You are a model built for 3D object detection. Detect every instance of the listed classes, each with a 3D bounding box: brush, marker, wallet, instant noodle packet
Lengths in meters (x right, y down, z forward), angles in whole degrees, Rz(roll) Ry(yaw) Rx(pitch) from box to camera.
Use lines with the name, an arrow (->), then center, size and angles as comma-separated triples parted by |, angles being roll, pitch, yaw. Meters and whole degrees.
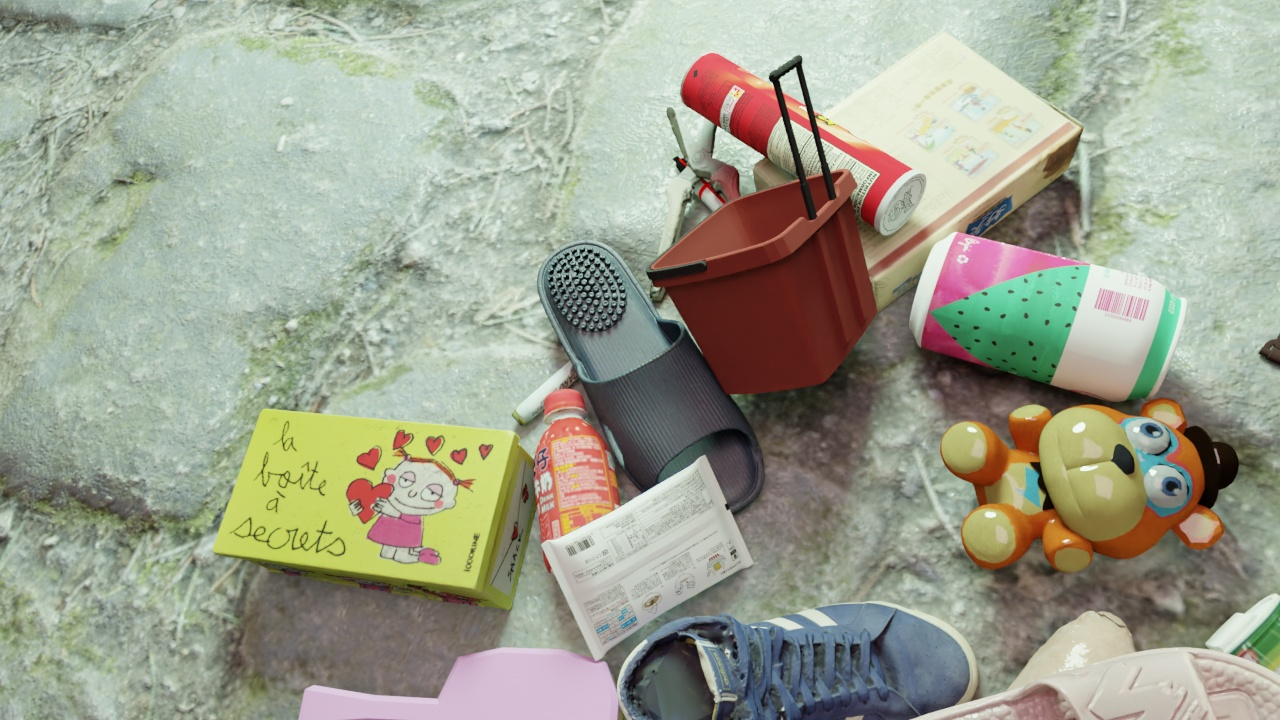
brush -> -0.124, 0.247, 0.635 | 0.229, 0.043, 0.089 | -2, 63, 12
marker -> 0.071, -0.134, 0.795 | 0.019, 0.019, 0.145 | -36, 61, -6
wallet -> 0.506, -0.028, 0.640 | 0.091, 0.018, 0.115 | 31, 76, 25
instant noodle packet -> 0.008, 0.134, 0.633 | 0.134, 0.026, 0.087 | -26, 95, -22
marker -> -0.047, 0.001, 0.757 | 0.146, 0.017, 0.017 | -42, 62, -8

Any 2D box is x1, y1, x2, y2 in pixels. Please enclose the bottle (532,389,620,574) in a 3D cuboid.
bottle -> -0.049, 0.088, 0.688 | 0.062, 0.062, 0.137 | -14, 60, 6

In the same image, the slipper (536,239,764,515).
slipper -> -0.004, 0.004, 0.697 | 0.101, 0.082, 0.263 | -33, 69, -3

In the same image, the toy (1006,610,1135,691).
toy -> 0.233, 0.273, 0.526 | 0.196, 0.065, 0.264 | 35, 78, 31

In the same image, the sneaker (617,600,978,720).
sneaker -> 0.094, 0.190, 0.568 | 0.233, 0.118, 0.091 | -9, 62, 9

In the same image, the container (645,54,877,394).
container -> 0.083, -0.092, 0.644 | 0.127, 0.201, 0.147 | -8, 25, 40

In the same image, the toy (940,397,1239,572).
toy -> 0.291, 0.079, 0.600 | 0.176, 0.096, 0.112 | -6, 64, -2

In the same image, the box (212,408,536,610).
box -> -0.198, 0.111, 0.701 | 0.221, 0.083, 0.124 | 7, 66, 15

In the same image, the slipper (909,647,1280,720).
slipper -> 0.236, 0.211, 0.484 | 0.239, 0.064, 0.094 | -16, 68, 12

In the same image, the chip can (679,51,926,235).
chip can -> 0.121, -0.176, 0.722 | 0.051, 0.052, 0.215 | -43, 61, -10

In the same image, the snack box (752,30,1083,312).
snack box -> 0.221, -0.158, 0.749 | 0.207, 0.055, 0.153 | -36, 61, -5

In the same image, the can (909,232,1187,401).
can -> 0.284, -0.031, 0.652 | 0.166, 0.088, 0.088 | 18, 69, 21

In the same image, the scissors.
scissors -> 0.052, -0.133, 0.782 | 0.196, 0.015, 0.179 | 42, 93, 30

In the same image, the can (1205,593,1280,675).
can -> 0.390, 0.198, 0.523 | 0.067, 0.067, 0.121 | -41, 62, -9
